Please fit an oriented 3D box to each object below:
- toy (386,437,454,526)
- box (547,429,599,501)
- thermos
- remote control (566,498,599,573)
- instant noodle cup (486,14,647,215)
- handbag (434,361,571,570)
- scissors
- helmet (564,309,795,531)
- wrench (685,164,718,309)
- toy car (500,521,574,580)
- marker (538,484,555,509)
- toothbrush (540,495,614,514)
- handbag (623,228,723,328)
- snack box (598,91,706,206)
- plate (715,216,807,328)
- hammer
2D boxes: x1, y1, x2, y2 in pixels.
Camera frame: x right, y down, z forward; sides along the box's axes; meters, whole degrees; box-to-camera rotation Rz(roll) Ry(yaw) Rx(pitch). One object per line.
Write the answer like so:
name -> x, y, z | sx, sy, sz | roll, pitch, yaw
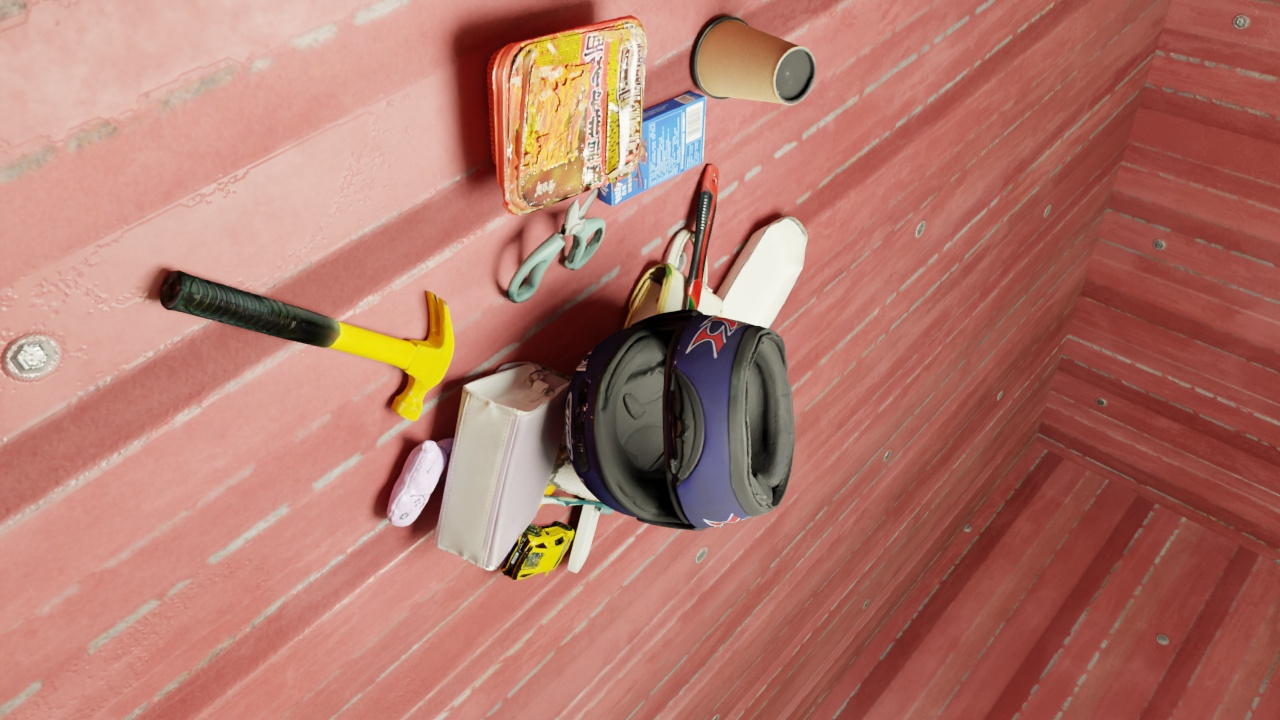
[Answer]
toy -> -0.240, 0.130, 0.992 | 0.108, 0.039, 0.083 | -64, 169, 4
box -> -0.058, 0.129, 1.186 | 0.090, 0.062, 0.184 | -39, 150, 10
thermos -> 0.126, -0.331, 1.029 | 0.092, 0.143, 0.093 | -19, 124, -30
remote control -> -0.075, 0.232, 1.289 | 0.056, 0.019, 0.135 | -53, 160, -65
instant noodle cup -> -0.079, -0.238, 0.876 | 0.188, 0.079, 0.165 | -30, 137, -39
handbag -> -0.153, 0.111, 1.035 | 0.144, 0.098, 0.197 | -27, 136, -63
scissors -> -0.090, -0.114, 0.957 | 0.169, 0.019, 0.178 | -39, 171, -13
helmet -> 0.033, 0.067, 1.004 | 0.315, 0.241, 0.247 | -1, 88, -72
wrench -> 0.075, -0.112, 1.169 | 0.056, 0.016, 0.273 | -1, 98, -57
toy car -> -0.130, 0.253, 1.219 | 0.071, 0.041, 0.155 | -62, 158, 6
marker -> -0.155, 0.207, 1.188 | 0.123, 0.015, 0.018 | -51, 143, -9
toothbrush -> -0.105, 0.186, 1.195 | 0.191, 0.016, 0.018 | 13, 110, -40
handbag -> 0.051, -0.079, 1.207 | 0.163, 0.063, 0.178 | 23, 82, -57
snack box -> 0.014, -0.242, 1.044 | 0.156, 0.026, 0.085 | -32, 138, -35
plate -> 0.156, -0.091, 1.345 | 0.266, 0.034, 0.162 | -60, 147, 2
hammer -> -0.279, -0.025, 0.821 | 0.300, 0.033, 0.129 | 20, 98, -57
